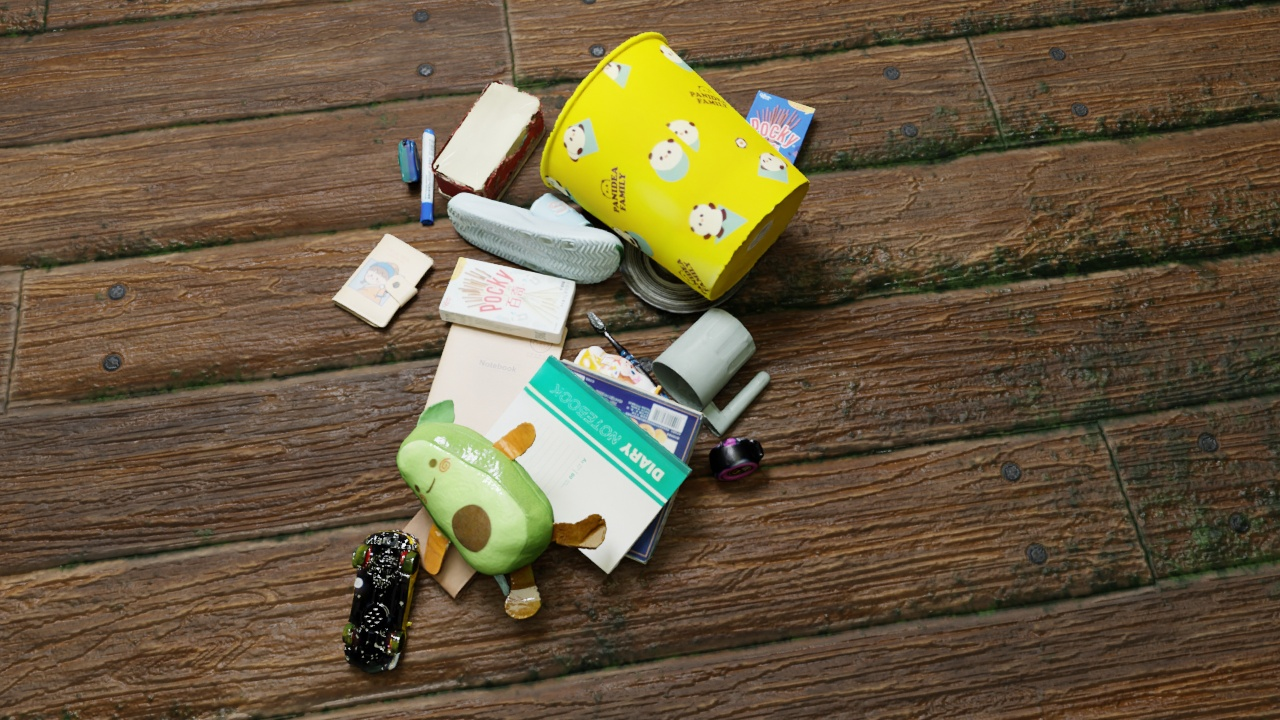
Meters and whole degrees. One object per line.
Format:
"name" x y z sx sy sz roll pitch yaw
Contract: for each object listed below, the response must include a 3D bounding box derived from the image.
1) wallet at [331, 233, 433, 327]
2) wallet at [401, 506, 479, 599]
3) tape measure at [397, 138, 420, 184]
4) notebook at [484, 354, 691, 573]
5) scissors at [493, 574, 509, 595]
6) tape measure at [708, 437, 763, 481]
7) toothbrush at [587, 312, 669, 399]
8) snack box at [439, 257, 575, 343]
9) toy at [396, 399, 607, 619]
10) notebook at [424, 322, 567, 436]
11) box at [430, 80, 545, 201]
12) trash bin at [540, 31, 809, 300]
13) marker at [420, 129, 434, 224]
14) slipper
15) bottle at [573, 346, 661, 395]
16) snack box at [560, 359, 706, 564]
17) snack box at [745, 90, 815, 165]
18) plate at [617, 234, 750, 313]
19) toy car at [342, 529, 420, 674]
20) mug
"wallet" -0.329 -0.101 1.184 0.087 0.024 0.115 28 69 16
"wallet" -0.210 0.197 1.053 0.101 0.020 0.115 40 87 14
"tape measure" -0.312 -0.267 1.233 0.025 0.054 0.058 -5 100 -6
"notebook" -0.068 0.115 1.031 0.209 0.012 0.150 39 92 9
"scissors" -0.185 0.213 1.064 0.057 0.017 0.133 -28 75 -10
"tape measure" 0.110 0.115 1.081 0.057 0.057 0.039 -7 62 -19
"toothbrush" -0.007 0.007 1.147 0.014 0.016 0.189 -38 74 -10
"snack box" -0.167 -0.076 1.166 0.157 0.027 0.084 12 59 3
"toy" -0.169 0.157 0.996 0.247 0.089 0.227 41 106 7
"notebook" -0.185 0.037 1.137 0.148 0.008 0.207 12 69 4
"box" -0.202 -0.291 1.232 0.091 0.077 0.168 26 71 10
"trash bin" 0.048 -0.222 1.111 0.255 0.230 0.229 42 73 10
"marker" -0.289 -0.251 1.247 0.017 0.017 0.145 -3 68 -2
"slipper" -0.131 -0.167 1.173 0.245 0.104 0.074 19 63 15
"bottle" -0.029 0.027 1.113 0.108 0.063 0.063 24 70 8
"snack box" -0.041 0.114 1.056 0.178 0.045 0.182 21 91 8
"snack box" 0.175 -0.294 1.263 0.084 0.026 0.156 21 69 8
"plate" 0.058 -0.140 1.202 0.179 0.024 0.179 -1 68 1
"toy car" -0.289 0.267 1.023 0.071 0.041 0.155 6 80 5
"mug" 0.090 0.013 1.118 0.103 0.084 0.124 -45 102 -17
